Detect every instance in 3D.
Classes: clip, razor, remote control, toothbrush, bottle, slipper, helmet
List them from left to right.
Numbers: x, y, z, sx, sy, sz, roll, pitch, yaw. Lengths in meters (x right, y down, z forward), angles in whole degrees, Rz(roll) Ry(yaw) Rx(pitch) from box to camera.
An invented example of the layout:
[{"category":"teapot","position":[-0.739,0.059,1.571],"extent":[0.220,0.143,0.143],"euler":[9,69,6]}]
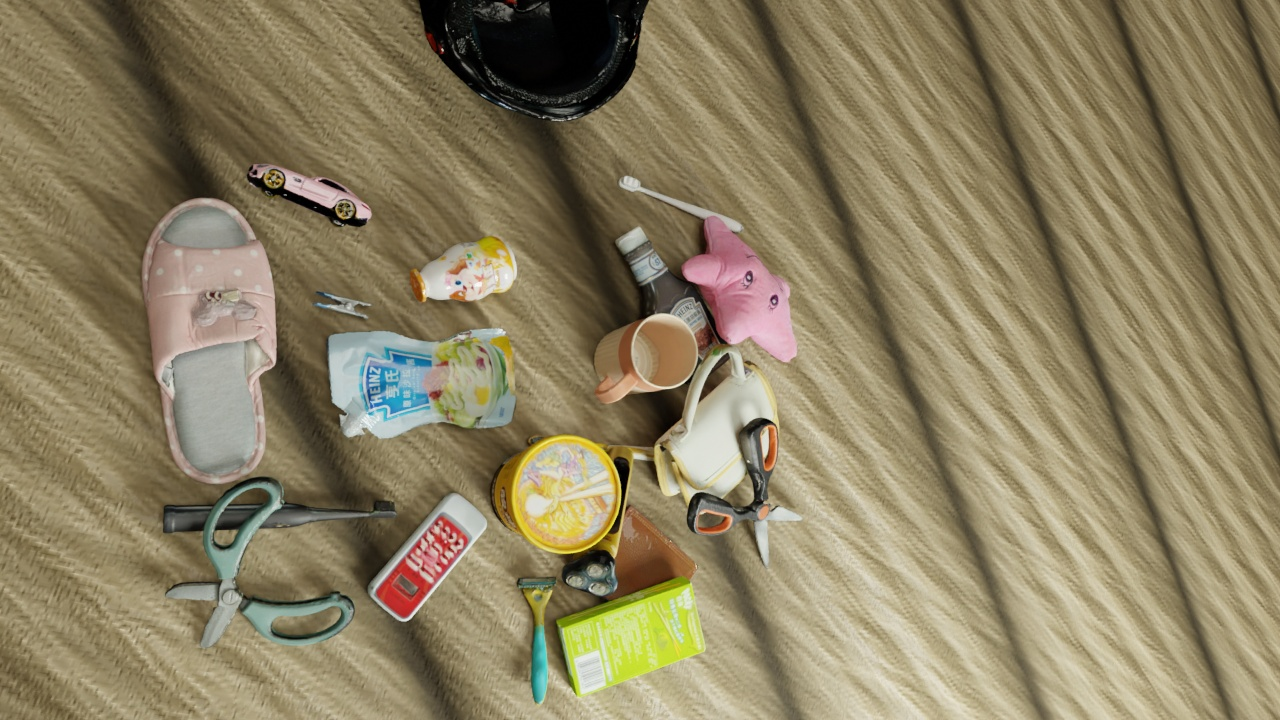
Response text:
[{"category":"slipper","position":[-0.404,-0.021,0.866],"extent":[0.114,0.055,0.274],"euler":[-2,85,-27]},{"category":"toothbrush","position":[-0.344,0.149,0.892],"extent":[0.212,0.026,0.027],"euler":[2,51,-28]},{"category":"clip","position":[-0.304,-0.058,0.939],"extent":[0.058,0.026,0.036],"euler":[17,83,-30]},{"category":"remote control","position":[-0.219,0.202,0.951],"extent":[0.056,0.020,0.135],"euler":[46,67,-14]},{"category":"bottle","position":[-0.189,-0.093,0.979],"extent":[0.108,0.063,0.063],"euler":[-20,93,-27]},{"category":"helmet","position":[-0.116,-0.381,0.962],"extent":[0.233,0.230,0.275],"euler":[-11,99,-19]},{"category":"razor","position":[-0.110,0.301,0.988],"extent":[0.043,0.028,0.132],"euler":[-2,80,-4]},{"category":"razor","position":[-0.038,0.172,1.005],"extent":[0.062,0.068,0.167],"euler":[22,59,-12]},{"category":"toothbrush","position":[-0.038,0.102,1.056],"extent":[0.191,0.018,0.016],"euler":[9,81,-26]},{"category":"bottle","position":[0.034,-0.069,1.100],"extent":[0.079,0.044,0.195],"euler":[-37,99,-34]},{"category":"toothbrush","position":[0.054,-0.194,1.141],"extent":[0.180,0.016,0.016],"euler":[18,78,-24]}]

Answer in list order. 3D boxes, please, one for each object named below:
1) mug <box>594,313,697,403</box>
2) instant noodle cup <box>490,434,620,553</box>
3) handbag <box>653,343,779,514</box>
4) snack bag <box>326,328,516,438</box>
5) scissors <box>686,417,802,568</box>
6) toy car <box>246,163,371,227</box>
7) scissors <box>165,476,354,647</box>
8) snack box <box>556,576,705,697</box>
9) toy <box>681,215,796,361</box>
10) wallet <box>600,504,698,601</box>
[{"category":"mug","position":[-0.006,0.006,1.035],"extent":[0.081,0.106,0.114],"euler":[49,66,-13]},{"category":"instant noodle cup","position":[-0.098,0.139,0.967],"extent":[0.118,0.115,0.118],"euler":[3,82,-26]},{"category":"handbag","position":[0.088,0.071,1.050],"extent":[0.163,0.063,0.179],"euler":[-40,137,-26]},{"category":"snack bag","position":[-0.227,0.022,0.962],"extent":[0.190,0.039,0.110],"euler":[-3,96,-26]},{"category":"scissors","position":[0.127,0.166,1.074],"extent":[0.227,0.022,0.221],"euler":[-15,119,-39]},{"category":"toy car","position":[-0.330,-0.168,0.921],"extent":[0.122,0.056,0.037],"euler":[22,78,-23]},{"category":"scissors","position":[-0.346,0.201,0.872],"extent":[0.170,0.019,0.171],"euler":[23,88,-26]},{"category":"snack box","position":[-0.009,0.306,1.019],"extent":[0.156,0.026,0.086],"euler":[-15,100,-17]},{"category":"toy","position":[0.128,-0.072,1.119],"extent":[0.194,0.075,0.178],"euler":[42,42,-20]},{"category":"wallet","position":[-0.004,0.240,1.050],"extent":[0.124,0.032,0.101],"euler":[43,70,-15]}]
